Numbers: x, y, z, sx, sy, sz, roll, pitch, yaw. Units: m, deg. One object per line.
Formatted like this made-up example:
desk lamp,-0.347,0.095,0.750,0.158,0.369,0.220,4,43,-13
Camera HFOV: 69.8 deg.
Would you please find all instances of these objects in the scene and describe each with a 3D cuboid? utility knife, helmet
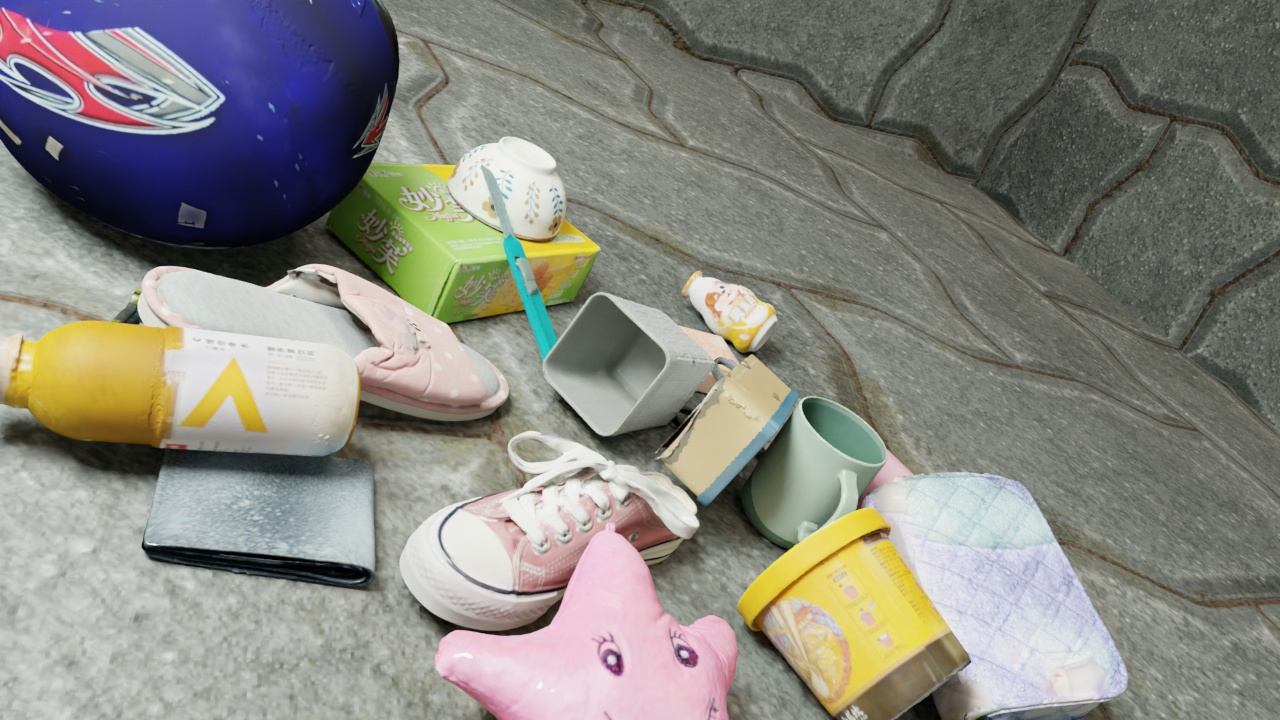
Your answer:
utility knife,-0.099,-0.069,0.789,0.029,0.013,0.216,-12,80,-61
helmet,-0.349,-0.217,0.667,0.315,0.248,0.239,30,52,7

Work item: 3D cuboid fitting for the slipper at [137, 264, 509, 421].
slipper,-0.200,-0.019,0.640,0.274,0.054,0.114,17,27,-44

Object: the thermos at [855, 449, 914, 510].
thermos,0.264,0.170,0.804,0.198,0.067,0.087,48,7,34

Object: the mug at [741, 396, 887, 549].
mug,0.140,0.103,0.739,0.082,0.106,0.111,21,27,-18

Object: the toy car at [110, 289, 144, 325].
toy car,-0.307,-0.012,0.570,0.043,0.036,0.091,22,25,-16

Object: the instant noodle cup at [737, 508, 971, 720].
instant noodle cup,0.145,0.178,0.610,0.118,0.119,0.114,-3,48,-48

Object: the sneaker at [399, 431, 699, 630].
sneaker,-0.040,0.098,0.587,0.240,0.088,0.118,-3,41,-49

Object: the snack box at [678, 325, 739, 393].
snack box,0.029,-0.007,0.916,0.157,0.026,0.084,14,30,-30

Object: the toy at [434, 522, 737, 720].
toy,-0.017,0.170,0.484,0.194,0.075,0.178,14,52,-33

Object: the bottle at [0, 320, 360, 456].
bottle,-0.257,0.015,0.511,0.189,0.068,0.068,8,33,-31

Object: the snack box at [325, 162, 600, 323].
snack box,-0.161,-0.116,0.868,0.157,0.070,0.209,41,28,21

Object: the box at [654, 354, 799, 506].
box,0.072,0.051,0.730,0.060,0.090,0.184,42,18,5

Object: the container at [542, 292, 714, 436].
container,-0.005,0.005,0.776,0.090,0.090,0.114,45,17,21

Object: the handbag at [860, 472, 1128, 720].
handbag,0.257,0.179,0.687,0.134,0.076,0.193,2,46,-15

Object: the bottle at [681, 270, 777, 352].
bottle,0.099,-0.058,1.037,0.108,0.063,0.063,36,27,14

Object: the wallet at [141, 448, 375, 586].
wallet,-0.212,0.082,0.524,0.120,0.019,0.097,15,27,-25

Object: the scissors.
scissors,0.106,0.067,0.852,0.159,0.014,0.181,-5,54,-31

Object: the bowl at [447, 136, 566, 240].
bowl,-0.117,-0.168,0.856,0.113,0.062,0.113,22,27,-12
